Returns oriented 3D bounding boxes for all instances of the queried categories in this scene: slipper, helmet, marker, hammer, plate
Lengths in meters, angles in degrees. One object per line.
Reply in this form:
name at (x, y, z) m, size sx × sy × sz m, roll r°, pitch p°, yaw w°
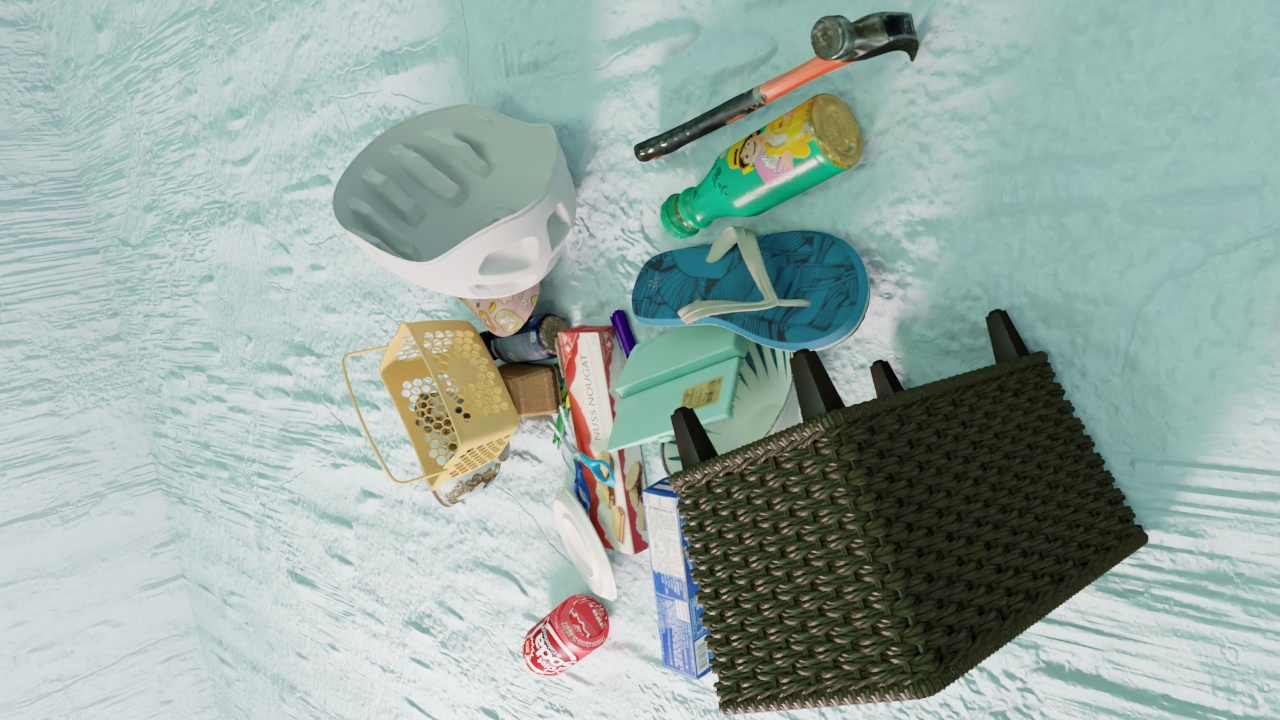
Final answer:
slipper at (0.084, -0.076, 0.861) m, size 0.295 × 0.060 × 0.118 m, roll 7°, pitch 70°, yaw 48°
slipper at (-0.202, -0.106, 1.140) m, size 0.093 × 0.081 × 0.197 m, roll -54°, pitch 46°, yaw 2°
helmet at (-0.210, -0.180, 1.033) m, size 0.282 × 0.223 × 0.184 m, roll 20°, pitch 147°, yaw 12°
marker at (-0.006, 0.006, 1.044) m, size 0.015 × 0.018 × 0.134 m, roll 158°, pitch 92°, yaw -80°
hammer at (0.096, -0.227, 0.800) m, size 0.334 × 0.132 × 0.033 m, roll -9°, pitch 99°, yaw 56°
plate at (-0.073, 0.233, 1.154) m, size 0.157 × 0.014 × 0.157 m, roll 50°, pitch 154°, yaw 35°

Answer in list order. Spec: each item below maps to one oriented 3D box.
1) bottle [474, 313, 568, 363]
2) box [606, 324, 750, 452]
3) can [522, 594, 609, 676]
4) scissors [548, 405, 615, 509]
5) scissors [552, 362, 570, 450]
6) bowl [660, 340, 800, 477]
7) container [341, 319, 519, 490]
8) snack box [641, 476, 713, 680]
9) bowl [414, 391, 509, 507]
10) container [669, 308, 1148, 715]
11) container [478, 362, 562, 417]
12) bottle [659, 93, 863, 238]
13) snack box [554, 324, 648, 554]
bottle at (-0.155, -0.024, 1.159) m, size 0.161 × 0.056 × 0.056 m, roll -7°, pitch 99°, yaw 47°
box at (0.038, 0.019, 0.937) m, size 0.033 × 0.136 × 0.187 m, roll 39°, pitch 143°, yaw -24°
can at (-0.102, 0.370, 1.230) m, size 0.074 × 0.074 × 0.143 m, roll 57°, pitch 135°, yaw 15°
scissors at (-0.081, 0.121, 1.101) m, size 0.133 × 0.015 × 0.104 m, roll 45°, pitch 133°, yaw 26°
scissors at (-0.092, 0.064, 1.159) m, size 0.070 × 0.014 × 0.131 m, roll 30°, pitch 123°, yaw 37°
bowl at (0.104, 0.058, 0.889) m, size 0.071 × 0.176 × 0.178 m, roll 35°, pitch 145°, yaw -26°
container at (-0.260, 0.051, 1.116) m, size 0.183 × 0.166 × 0.130 m, roll 62°, pitch 142°, yaw 19°
snack box at (0.049, 0.247, 1.044) m, size 0.060 × 0.059 × 0.226 m, roll 6°, pitch 109°, yaw 42°
bowl at (-0.232, 0.111, 1.244) m, size 0.094 × 0.159 × 0.160 m, roll -13°, pitch 96°, yaw 6°
container at (0.187, 0.093, 0.669) m, size 0.177 × 0.320 × 0.205 m, roll -30°, pitch 76°, yaw 47°
container at (-0.157, 0.038, 1.170) m, size 0.114 × 0.061 × 0.063 m, roll 7°, pitch 107°, yaw 52°
bottle at (0.100, -0.166, 0.838) m, size 0.210 × 0.067 × 0.068 m, roll -22°, pitch 88°, yaw 47°
snack box at (-0.042, 0.095, 1.093) m, size 0.077 × 0.044 × 0.273 m, roll 3°, pitch 106°, yaw 45°
